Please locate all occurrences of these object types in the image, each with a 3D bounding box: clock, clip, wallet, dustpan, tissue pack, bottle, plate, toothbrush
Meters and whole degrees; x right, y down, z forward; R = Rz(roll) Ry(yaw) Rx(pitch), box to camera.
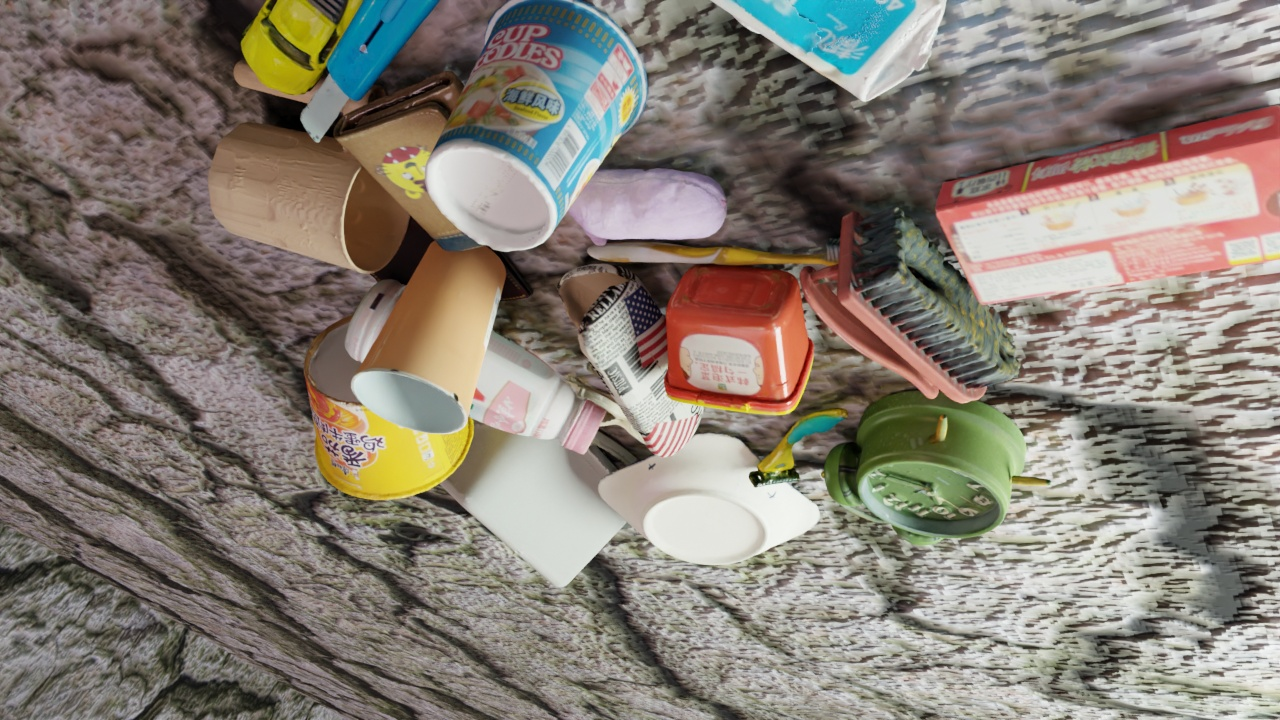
[{"bbox_3d":[0.202,0.084,0.667,0.116,0.056,0.162,31,146,-11],"label":"clock"},{"bbox_3d":[-0.026,0.044,0.765,0.083,0.034,0.104,-13,140,37],"label":"clip"},{"bbox_3d":[-0.153,-0.073,0.686,0.122,0.020,0.096,-3,144,31],"label":"wallet"},{"bbox_3d":[-0.113,0.111,0.927,0.258,0.142,0.223,29,161,51],"label":"dustpan"},{"bbox_3d":[0.062,-0.172,0.360,0.140,0.089,0.063,30,145,-12],"label":"tissue pack"},{"bbox_3d":[-0.117,-0.117,0.564,0.090,0.033,0.115,-14,144,21],"label":"wallet"},{"bbox_3d":[-0.121,0.010,0.695,0.197,0.068,0.068,27,146,-2],"label":"bottle"},{"bbox_3d":[0.058,0.138,0.813,0.164,0.034,0.164,-29,125,35],"label":"plate"},{"bbox_3d":[0.051,-0.070,0.577,0.192,0.016,0.018,5,132,24],"label":"toothbrush"}]

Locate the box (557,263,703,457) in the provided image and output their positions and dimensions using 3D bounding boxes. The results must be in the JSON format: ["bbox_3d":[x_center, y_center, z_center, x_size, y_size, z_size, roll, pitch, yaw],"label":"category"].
[{"bbox_3d":[-0.002,0.007,0.649,0.076,0.087,0.163,-12,136,17],"label":"box"}]

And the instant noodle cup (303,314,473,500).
[{"bbox_3d":[-0.217,0.032,0.775,0.138,0.137,0.110,14,138,12],"label":"instant noodle cup"}]

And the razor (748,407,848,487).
[{"bbox_3d":[0.125,0.063,0.706,0.043,0.028,0.133,-3,153,-18],"label":"razor"}]

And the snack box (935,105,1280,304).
[{"bbox_3d":[0.235,-0.072,0.458,0.153,0.025,0.075,-8,135,38],"label":"snack box"}]

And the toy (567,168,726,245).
[{"bbox_3d":[0.002,-0.092,0.554,0.108,0.038,0.084,1,158,23],"label":"toy"}]

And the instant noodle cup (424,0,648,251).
[{"bbox_3d":[-0.058,-0.120,0.484,0.099,0.109,0.099,15,145,10],"label":"instant noodle cup"}]

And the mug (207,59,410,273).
[{"bbox_3d":[-0.217,-0.128,0.603,0.103,0.084,0.125,15,121,13],"label":"mug"}]

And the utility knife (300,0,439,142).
[{"bbox_3d":[-0.142,-0.180,0.501,0.034,0.018,0.192,37,133,-21],"label":"utility knife"}]

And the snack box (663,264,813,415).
[{"bbox_3d":[0.062,-0.014,0.592,0.091,0.081,0.080,7,134,20],"label":"snack box"}]

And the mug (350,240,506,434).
[{"bbox_3d":[-0.136,-0.021,0.626,0.078,0.122,0.078,11,148,7],"label":"mug"}]

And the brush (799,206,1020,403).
[{"bbox_3d":[0.158,-0.022,0.534,0.145,0.063,0.069,35,140,-31],"label":"brush"}]

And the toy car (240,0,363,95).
[{"bbox_3d":[-0.193,-0.189,0.523,0.048,0.032,0.105,38,132,-23],"label":"toy car"}]
